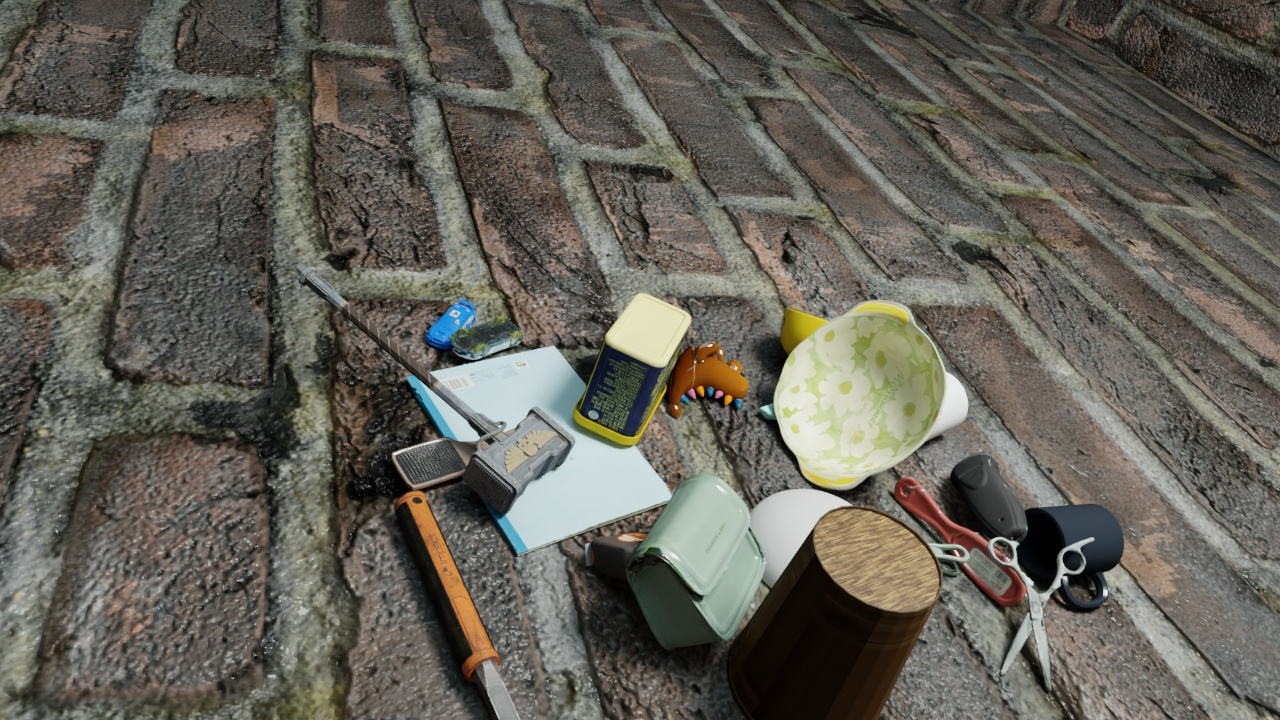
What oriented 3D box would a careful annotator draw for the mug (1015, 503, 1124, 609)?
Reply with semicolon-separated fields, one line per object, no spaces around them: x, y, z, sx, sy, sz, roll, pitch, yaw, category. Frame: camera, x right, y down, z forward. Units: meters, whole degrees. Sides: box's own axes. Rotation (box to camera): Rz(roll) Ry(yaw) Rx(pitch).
0.442;0.201;0.938;0.077;0.071;0.105;0;66;-21;mug

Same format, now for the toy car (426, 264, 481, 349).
-0.204;-0.061;1.028;0.033;0.062;0.091;21;37;7;toy car

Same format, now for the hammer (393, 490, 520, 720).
-0.120;0.219;0.720;0.137;0.035;0.314;-9;43;-30;hammer

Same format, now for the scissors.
0.384;0.227;0.863;0.158;0.014;0.141;-16;66;-13;scissors

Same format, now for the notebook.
-0.105;0.078;0.930;0.180;0.009;0.253;-13;46;-33;notebook

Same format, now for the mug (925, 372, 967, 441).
0.310;0.053;1.078;0.090;0.074;0.111;-16;21;-36;mug

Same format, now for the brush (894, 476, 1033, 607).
0.329;0.182;0.941;0.030;0.041;0.172;6;32;-43;brush

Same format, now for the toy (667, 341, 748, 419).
0.076;0.032;1.039;0.090;0.071;0.102;26;59;-8;toy

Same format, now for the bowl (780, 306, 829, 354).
0.222;-0.017;1.113;0.117;0.067;0.117;17;6;-2;bowl

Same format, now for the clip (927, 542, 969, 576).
0.287;0.195;0.911;0.076;0.042;0.023;10;39;-9;clip

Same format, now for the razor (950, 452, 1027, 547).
0.371;0.150;0.968;0.063;0.053;0.140;47;18;-22;razor

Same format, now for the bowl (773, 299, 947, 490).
0.245;0.044;1.007;0.189;0.219;0.060;12;-14;36;bowl

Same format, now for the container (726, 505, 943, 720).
0.156;0.208;0.725;0.132;0.168;0.132;10;37;-8;container

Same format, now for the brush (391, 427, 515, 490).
-0.166;0.085;0.876;0.135;0.015;0.050;-16;48;-34;brush

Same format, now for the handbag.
0.049;0.170;0.775;0.106;0.067;0.121;62;35;-14;handbag

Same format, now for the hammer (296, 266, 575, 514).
-0.215;0.009;0.879;0.322;0.044;0.098;39;41;10;hammer

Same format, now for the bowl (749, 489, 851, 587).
0.176;0.172;0.884;0.149;0.043;0.149;10;37;-8;bowl

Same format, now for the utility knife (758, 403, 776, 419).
0.200;0.044;1.090;0.165;0.015;0.022;-17;46;-41;utility knife

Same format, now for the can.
-0.006;0.006;0.968;0.075;0.105;0.135;25;31;5;can

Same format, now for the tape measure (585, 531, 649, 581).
-0.007;0.175;0.811;0.058;0.038;0.058;-5;4;-40;tape measure

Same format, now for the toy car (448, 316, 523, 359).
-0.172;-0.022;1.018;0.039;0.027;0.089;40;40;26;toy car
